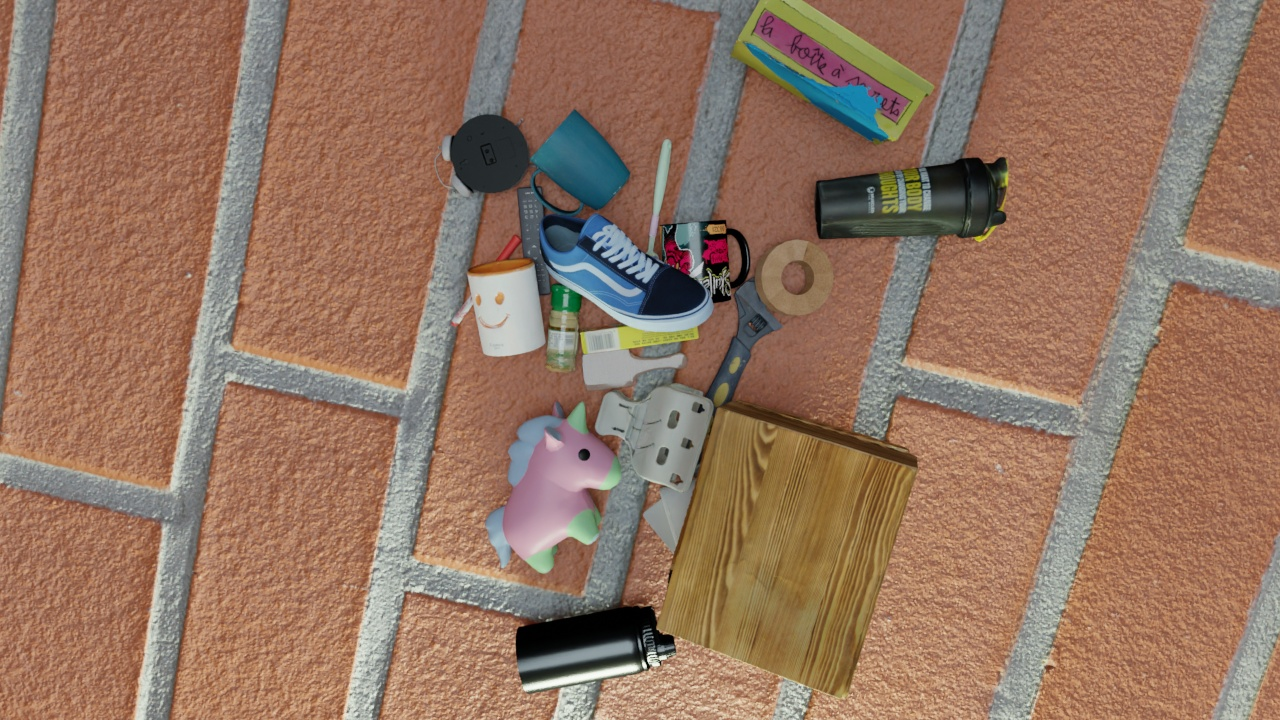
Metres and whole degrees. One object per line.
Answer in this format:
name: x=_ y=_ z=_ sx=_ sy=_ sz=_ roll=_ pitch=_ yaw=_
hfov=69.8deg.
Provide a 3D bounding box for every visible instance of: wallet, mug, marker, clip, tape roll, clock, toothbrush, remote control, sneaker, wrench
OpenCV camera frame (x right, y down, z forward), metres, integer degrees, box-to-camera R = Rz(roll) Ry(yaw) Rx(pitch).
wallet: x=0.068 y=0.216 z=1.199 sx=0.115 sy=0.037 sz=0.118 roll=-17 pitch=94 yaw=4
mug: x=-0.079 y=-0.229 z=1.119 sx=0.104 sy=0.084 sz=0.112 roll=41 pitch=110 yaw=-13
marker: x=-0.198 y=-0.101 z=1.172 sx=0.013 sy=0.012 sz=0.142 roll=37 pitch=98 yaw=-4
mug: x=0.084 y=-0.123 z=1.135 sx=0.117 sy=0.082 sz=0.098 roll=-8 pitch=99 yaw=-25
clip: x=0.020 y=0.086 z=1.177 sx=0.152 sy=0.101 sz=0.126 roll=21 pitch=97 yaw=30
tape roll: x=0.191 y=-0.103 z=1.144 sx=0.094 sy=0.027 sz=0.094 roll=-1 pitch=93 yaw=-10
mug: x=-0.164 y=-0.067 z=1.135 sx=0.082 sy=0.082 sz=0.105 roll=-7 pitch=107 yaw=2
clock: x=-0.195 y=-0.251 z=1.139 sx=0.123 sy=0.035 sz=0.094 roll=-17 pitch=97 yaw=5
toothbrush: x=0.023 y=-0.199 z=1.150 sx=0.022 sy=0.015 sz=0.155 roll=2 pitch=101 yaw=-34
remote control: x=-0.134 y=-0.151 z=1.161 sx=0.032 sy=0.015 sz=0.136 roll=-4 pitch=101 yaw=2
sneaker: x=-0.028 y=-0.111 z=1.069 sx=0.241 sy=0.098 sz=0.083 roll=25 pitch=61 yaw=29
wrench: x=0.114 y=0.014 z=1.176 sx=0.073 sy=0.022 sz=0.273 roll=24 pitch=98 yaw=-3

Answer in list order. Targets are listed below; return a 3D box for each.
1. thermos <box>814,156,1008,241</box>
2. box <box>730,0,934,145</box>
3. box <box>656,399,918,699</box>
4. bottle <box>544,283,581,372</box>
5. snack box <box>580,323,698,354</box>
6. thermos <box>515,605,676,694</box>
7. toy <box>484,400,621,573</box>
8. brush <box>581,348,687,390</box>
thermos: x=0.325 y=-0.189 z=1.109 sx=0.221 sy=0.098 sz=0.098 roll=-4 pitch=98 yaw=6
box: x=0.220 y=-0.341 z=1.073 sx=0.221 sy=0.124 sz=0.079 roll=29 pitch=100 yaw=-1
box: x=0.168 y=0.207 z=1.101 sx=0.251 sy=0.191 sz=0.279 roll=17 pitch=99 yaw=13
bottle: x=-0.097 y=-0.041 z=1.163 sx=0.043 sy=0.043 sz=0.111 roll=6 pitch=100 yaw=0
snack box: x=-0.001 y=-0.034 z=1.162 sx=0.148 sy=0.040 sz=0.029 roll=-8 pitch=99 yaw=3
thermos: x=-0.056 y=0.374 z=1.200 sx=0.198 sy=0.086 sz=0.086 roll=-11 pitch=98 yaw=3
toy: x=-0.123 y=0.165 z=1.165 sx=0.222 sy=0.120 sz=0.171 roll=-35 pitch=101 yaw=10
brush: x=-0.007 y=0.007 z=1.184 sx=0.135 sy=0.015 sz=0.050 roll=-7 pitch=98 yaw=-3
